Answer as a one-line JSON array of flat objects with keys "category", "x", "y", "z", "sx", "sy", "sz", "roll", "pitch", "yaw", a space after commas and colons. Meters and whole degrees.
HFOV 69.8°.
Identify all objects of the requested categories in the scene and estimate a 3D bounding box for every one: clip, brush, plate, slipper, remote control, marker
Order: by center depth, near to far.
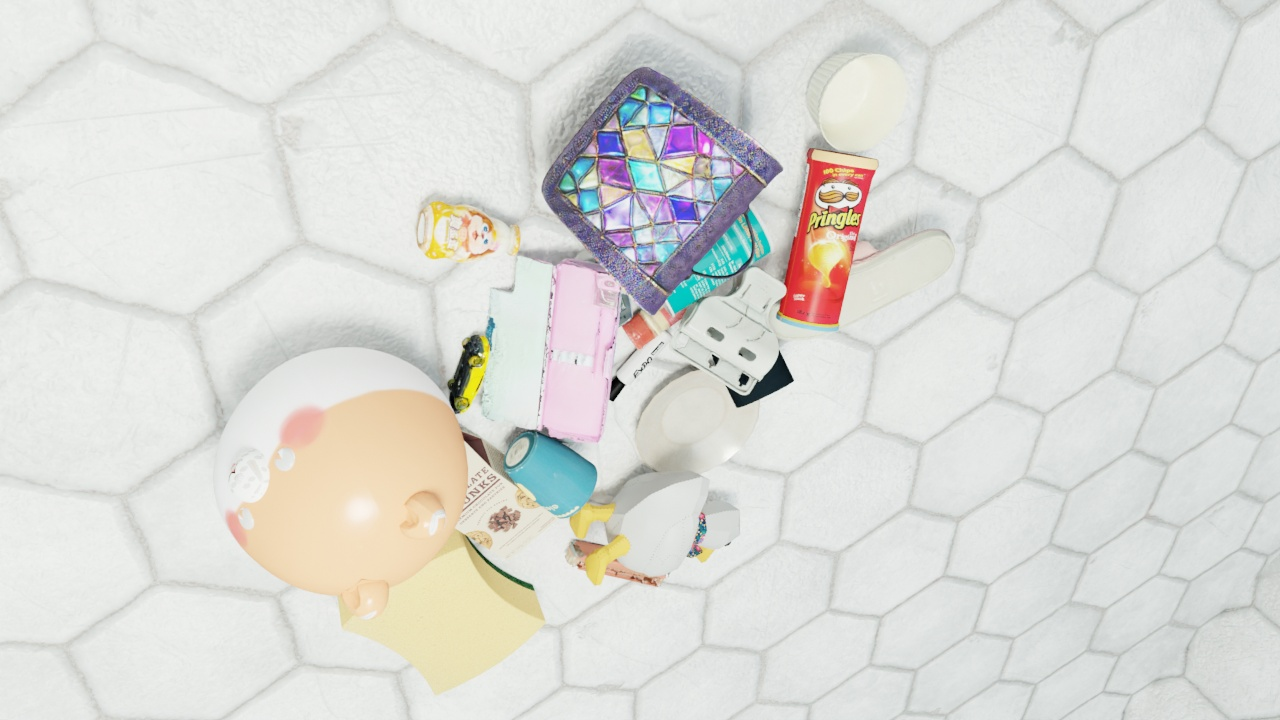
[{"category": "remote control", "x": -0.047, "y": -0.087, "z": 1.125, "sx": 0.060, "sy": 0.028, "sz": 0.114, "roll": -23, "pitch": 129, "yaw": -7}, {"category": "clip", "x": 0.121, "y": -0.046, "z": 1.136, "sx": 0.125, "sy": 0.081, "sz": 0.147, "roll": 32, "pitch": 88, "yaw": -16}, {"category": "marker", "x": -0.007, "y": 0.007, "z": 1.210, "sx": 0.025, "sy": 0.025, "sz": 0.126, "roll": 33, "pitch": 105, "yaw": -37}, {"category": "slipper", "x": 0.289, "y": -0.108, "z": 1.242, "sx": 0.274, "sy": 0.054, "sz": 0.114, "roll": -22, "pitch": 134, "yaw": 3}, {"category": "brush", "x": -0.276, "y": 0.346, "z": 1.292, "sx": 0.195, "sy": 0.075, "sz": 0.250, "roll": -34, "pitch": 130, "yaw": 1}, {"category": "plate", "x": 0.079, "y": 0.084, "z": 1.300, "sx": 0.188, "sy": 0.027, "sz": 0.189, "roll": -12, "pitch": 126, "yaw": -17}]

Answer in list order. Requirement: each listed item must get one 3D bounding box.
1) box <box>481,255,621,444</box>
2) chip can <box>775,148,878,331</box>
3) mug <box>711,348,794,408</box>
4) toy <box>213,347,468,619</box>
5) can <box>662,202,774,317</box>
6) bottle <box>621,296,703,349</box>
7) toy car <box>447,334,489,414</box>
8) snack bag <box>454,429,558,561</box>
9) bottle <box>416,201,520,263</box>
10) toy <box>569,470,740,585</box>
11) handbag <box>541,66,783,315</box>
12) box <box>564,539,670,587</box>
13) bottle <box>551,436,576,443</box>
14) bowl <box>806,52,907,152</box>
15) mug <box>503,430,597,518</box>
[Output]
[{"category": "box", "x": -0.110, "y": -0.014, "z": 1.110, "sx": 0.159, "sy": 0.035, "sz": 0.231, "roll": 9, "pitch": 115, "yaw": 2}, {"category": "chip can", "x": 0.229, "y": -0.149, "z": 1.137, "sx": 0.087, "sy": 0.087, "sz": 0.213, "roll": 2, "pitch": 107, "yaw": -25}, {"category": "mug", "x": 0.153, "y": -0.001, "z": 1.233, "sx": 0.085, "sy": 0.094, "sz": 0.121, "roll": -26, "pitch": 179, "yaw": 30}, {"category": "toy", "x": -0.317, "y": 0.127, "z": 0.995, "sx": 0.263, "sy": 0.280, "sz": 0.265, "roll": -53, "pitch": 147, "yaw": 16}, {"category": "can", "x": 0.072, "y": -0.132, "z": 1.101, "sx": 0.144, "sy": 0.099, "sz": 0.099, "roll": -33, "pitch": 130, "yaw": 0}, {"category": "bottle", "x": 0.030, "y": -0.060, "z": 1.169, "sx": 0.109, "sy": 0.044, "sz": 0.044, "roll": -35, "pitch": 130, "yaw": 1}, {"category": "toy car", "x": -0.208, "y": 0.018, "z": 1.113, "sx": 0.030, "sy": 0.049, "sz": 0.107, "roll": 10, "pitch": 119, "yaw": -31}, {"category": "snack bag", "x": -0.214, "y": 0.168, "z": 1.200, "sx": 0.094, "sy": 0.070, "sz": 0.206, "roll": -41, "pitch": 129, "yaw": 6}, {"category": "bottle", "x": -0.187, "y": -0.138, "z": 1.005, "sx": 0.108, "sy": 0.063, "sz": 0.063, "roll": 3, "pitch": 121, "yaw": -27}, {"category": "toy", "x": 0.040, "y": 0.233, "z": 1.316, "sx": 0.267, "sy": 0.140, "sz": 0.247, "roll": -7, "pitch": 145, "yaw": -24}, {"category": "handbag", "x": 0.029, "y": -0.172, "z": 0.977, "sx": 0.222, "sy": 0.125, "sz": 0.205, "roll": 42, "pitch": 100, "yaw": -1}, {"category": "box", "x": -0.036, "y": 0.314, "z": 1.400, "sx": 0.186, "sy": 0.058, "sz": 0.053, "roll": 22, "pitch": 142, "yaw": -33}, {"category": "bottle", "x": -0.080, "y": 0.030, "z": 1.179, "sx": 0.072, "sy": 0.046, "sz": 0.161, "roll": -7, "pitch": 125, "yaw": -18}, {"category": "bowl", "x": 0.247, "y": -0.310, "z": 1.079, "sx": 0.115, "sy": 0.062, "sz": 0.115, "roll": -12, "pitch": 126, "yaw": -16}, {"category": "mug", "x": -0.129, "y": 0.140, "z": 1.196, "sx": 0.104, "sy": 0.112, "sz": 0.084, "roll": 41, "pitch": 75, "yaw": -31}]
